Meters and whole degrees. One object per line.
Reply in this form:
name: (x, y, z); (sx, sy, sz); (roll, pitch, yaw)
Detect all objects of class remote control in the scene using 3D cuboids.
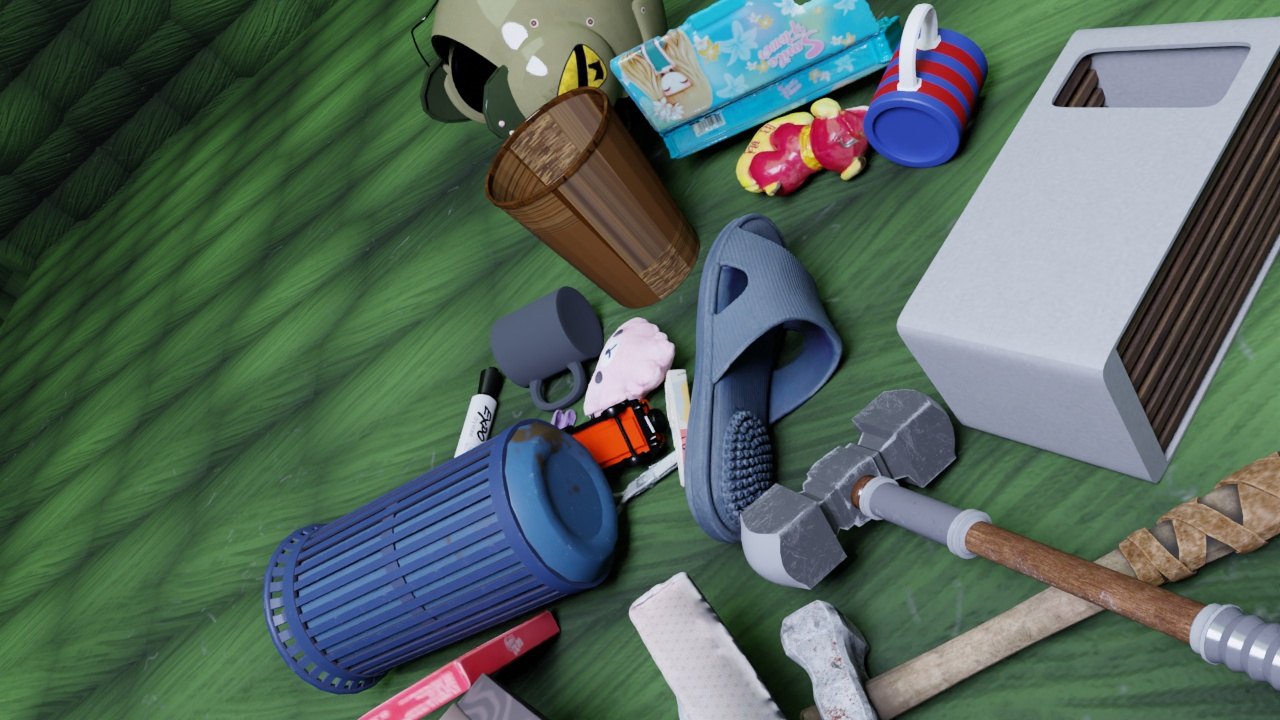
remote control: (0.030, 0.047, 0.678); (0.018, 0.038, 0.125); (-5, 24, 0)

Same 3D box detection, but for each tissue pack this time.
tissue pack: (0.055, 0.211, 0.490); (0.071, 0.104, 0.181); (-34, 39, -9)

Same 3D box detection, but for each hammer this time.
hammer: (0.183, 0.093, 0.430); (0.155, 0.043, 0.323); (-37, 21, -16)
hammer: (0.221, 0.119, 0.460); (0.319, 0.049, 0.121); (-34, 42, 13)

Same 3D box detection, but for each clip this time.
clip: (-0.070, 0.066, 0.803); (0.037, 0.013, 0.053); (12, 67, 49)

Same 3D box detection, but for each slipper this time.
slipper: (0.092, -0.002, 0.643); (0.083, 0.101, 0.263); (-13, 52, 37)

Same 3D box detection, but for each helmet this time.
helmet: (-0.085, -0.305, 0.934); (0.232, 0.255, 0.250); (-54, 38, -5)

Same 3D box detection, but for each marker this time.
marker: (-0.155, 0.059, 0.879); (0.025, 0.025, 0.125); (-17, 46, 32)

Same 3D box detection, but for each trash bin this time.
trash bin: (-0.146, 0.147, 0.693); (0.250, 0.139, 0.139); (-28, 41, 23)
trash bin: (0.269, -0.068, 0.520); (0.115, 0.114, 0.228); (20, 71, 50)

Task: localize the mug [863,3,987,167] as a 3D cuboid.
mug: (0.216, -0.214, 0.705); (0.075, 0.112, 0.076); (14, 66, 32)

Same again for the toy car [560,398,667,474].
toy car: (-0.027, 0.065, 0.729); (0.100, 0.051, 0.048); (-25, -1, 27)

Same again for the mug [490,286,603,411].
mug: (-0.082, -0.006, 0.842); (0.078, 0.071, 0.105); (-24, 69, 26)

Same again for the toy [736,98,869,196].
toy: (0.136, -0.181, 0.794); (0.138, 0.067, 0.105); (-1, 52, 51)

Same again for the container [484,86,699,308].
container: (-0.034, -0.136, 0.823); (0.132, 0.167, 0.132); (-25, 42, 25)

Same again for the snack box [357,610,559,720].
snack box: (-0.121, 0.215, 0.632); (0.089, 0.132, 0.021); (-34, 78, 16)

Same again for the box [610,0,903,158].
box: (0.110, -0.256, 0.824); (0.228, 0.172, 0.083); (-18, 76, 31)

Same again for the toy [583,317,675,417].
toy: (-0.004, 0.004, 0.759); (0.096, 0.052, 0.099); (-8, 51, 62)

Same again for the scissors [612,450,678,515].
scissors: (-0.008, 0.096, 0.716); (0.171, 0.014, 0.090); (-52, 40, -3)

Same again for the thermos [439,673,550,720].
thermos: (-0.106, 0.307, 0.504); (0.173, 0.173, 0.225); (14, 61, 49)
